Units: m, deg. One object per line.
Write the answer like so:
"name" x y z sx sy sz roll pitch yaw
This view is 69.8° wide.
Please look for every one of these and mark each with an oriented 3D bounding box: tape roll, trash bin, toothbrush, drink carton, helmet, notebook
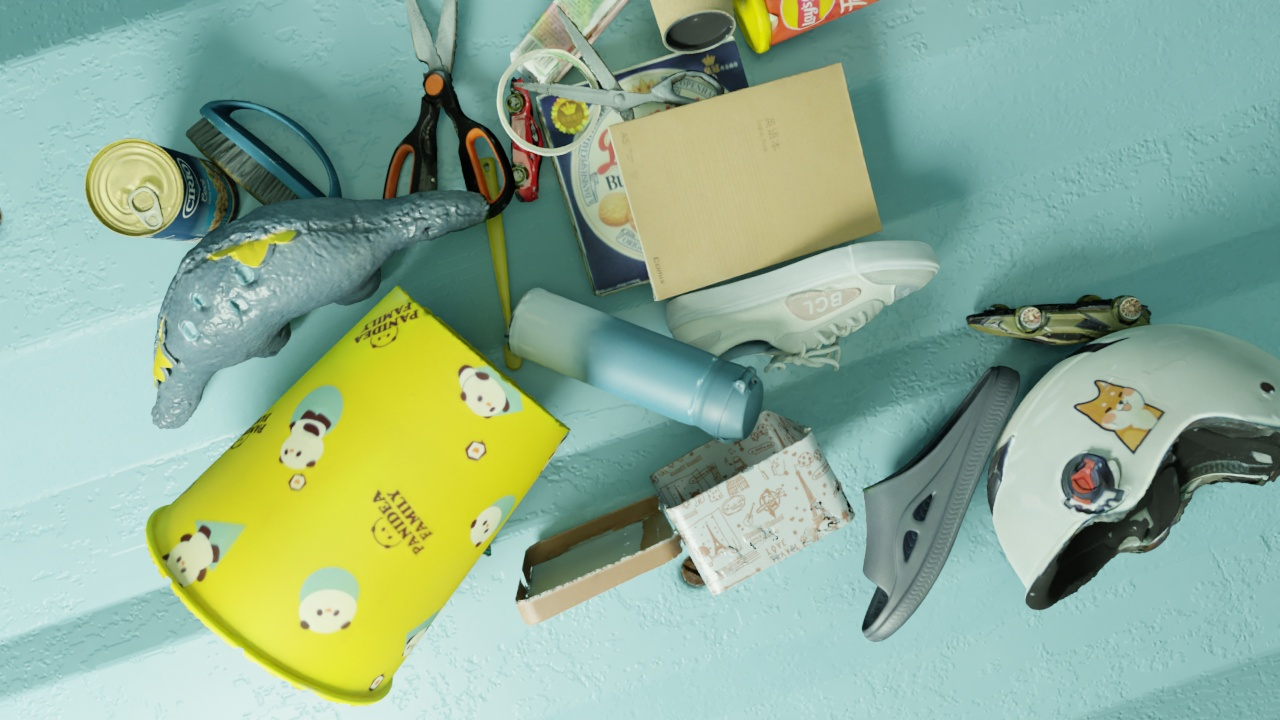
"tape roll" -0.076 -0.215 0.763 0.085 0.014 0.086 -1 99 -8
"trash bin" -0.207 0.095 0.730 0.229 0.230 0.255 40 85 -4
"toothbrush" -0.125 -0.085 0.819 0.015 0.016 0.190 -8 92 -1
"drink carton" -0.057 -0.292 0.791 0.045 0.053 0.122 42 91 -8
"helmet" 0.398 0.071 0.771 0.275 0.229 0.156 -41 55 18
"notebook" 0.091 -0.152 0.777 0.211 0.012 0.149 -18 99 -9

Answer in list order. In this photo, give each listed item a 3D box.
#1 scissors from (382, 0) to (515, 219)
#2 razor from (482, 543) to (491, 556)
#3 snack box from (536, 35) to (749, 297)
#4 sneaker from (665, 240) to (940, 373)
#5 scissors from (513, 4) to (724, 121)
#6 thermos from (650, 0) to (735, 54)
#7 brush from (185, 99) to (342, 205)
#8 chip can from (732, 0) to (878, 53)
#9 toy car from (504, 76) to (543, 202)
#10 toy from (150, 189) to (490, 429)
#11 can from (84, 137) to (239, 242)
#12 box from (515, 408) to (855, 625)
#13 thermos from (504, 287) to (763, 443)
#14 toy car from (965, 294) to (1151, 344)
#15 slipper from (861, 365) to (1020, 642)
"scissors" -0.163 -0.216 0.790 0.204 0.021 0.225 30 101 20
"razor" -0.187 0.213 0.827 0.043 0.028 0.132 33 89 -35
"snack box" 0.019 -0.167 0.806 0.178 0.046 0.182 -18 95 -2
"sneaker" 0.147 -0.035 0.795 0.242 0.089 0.090 -15 79 2
"scissors" -0.012 -0.217 0.759 0.159 0.014 0.181 -27 103 -8
"thermos" 0.035 -0.335 0.760 0.093 0.093 0.143 -9 78 -2
"brush" -0.312 -0.171 0.784 0.144 0.055 0.073 41 94 -5
"chip can" 0.187 -0.341 0.790 0.216 0.073 0.073 -24 94 -2
"toy car" -0.100 -0.192 0.796 0.031 0.049 0.106 -4 94 -4
"toy" -0.292 -0.062 0.748 0.356 0.138 0.091 -31 53 6
"can" -0.389 -0.137 0.756 0.075 0.111 0.075 0 95 -2
"box" 0.025 0.138 0.760 0.260 0.177 0.082 -27 94 -3
"thermos" -0.005 0.004 0.768 0.220 0.070 0.070 22 92 18
"toy car" 0.372 -0.036 0.819 0.158 0.070 0.042 -3 95 0
"slipper" 0.244 0.115 0.813 0.083 0.110 0.268 27 87 12
